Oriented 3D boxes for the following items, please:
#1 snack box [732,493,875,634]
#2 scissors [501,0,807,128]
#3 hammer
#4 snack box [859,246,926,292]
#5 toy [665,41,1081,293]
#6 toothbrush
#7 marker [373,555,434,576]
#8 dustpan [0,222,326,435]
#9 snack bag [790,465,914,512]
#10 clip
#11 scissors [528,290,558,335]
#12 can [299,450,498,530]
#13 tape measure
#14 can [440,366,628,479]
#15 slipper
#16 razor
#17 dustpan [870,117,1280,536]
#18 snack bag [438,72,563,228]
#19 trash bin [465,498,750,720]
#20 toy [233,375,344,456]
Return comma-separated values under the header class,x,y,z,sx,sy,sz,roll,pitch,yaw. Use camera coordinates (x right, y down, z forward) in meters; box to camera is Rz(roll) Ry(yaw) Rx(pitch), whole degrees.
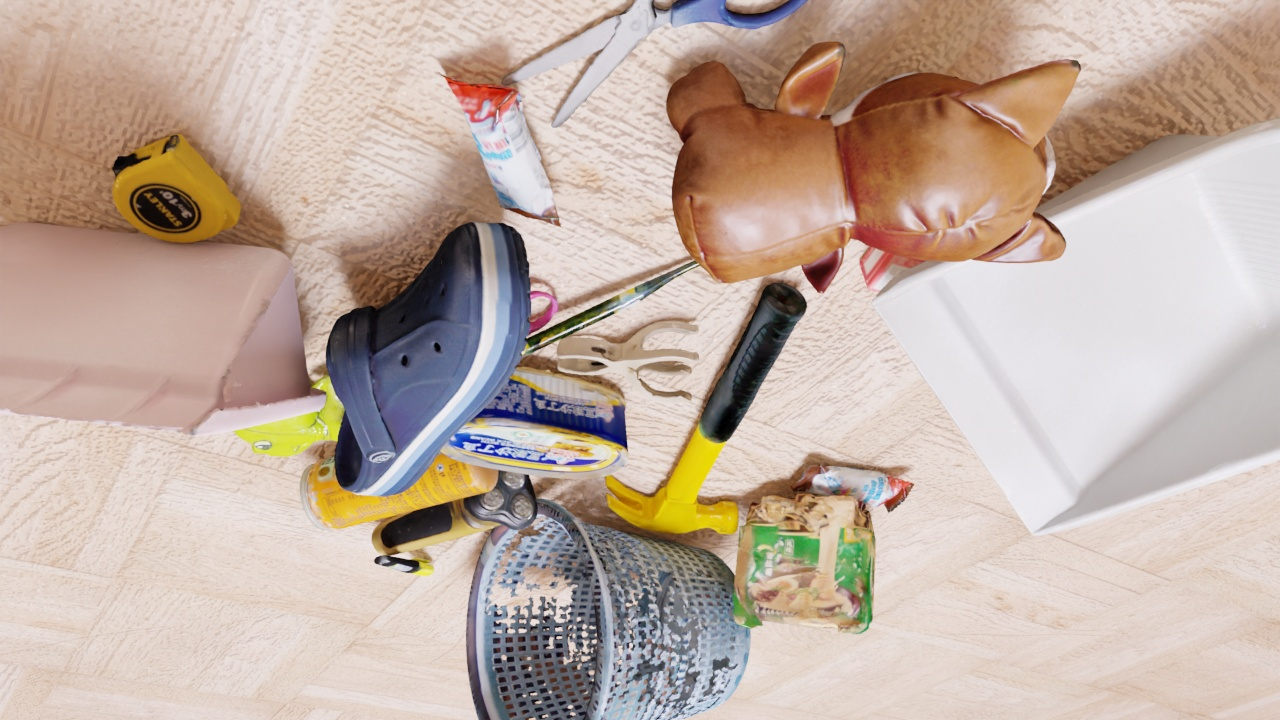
class,x,y,z,sx,sy,sz,roll,pitch,yaw
snack box,0.158,0.187,0.812,0.118,0.117,0.105,-3,157,28
scissors,0.013,-0.173,0.458,0.155,0.012,0.167,8,140,-14
hammer,0.058,0.053,0.719,0.128,0.032,0.302,6,139,-15
snack box,0.228,-0.065,0.600,0.152,0.025,0.075,10,137,-18
toy,0.118,-0.100,0.480,0.200,0.130,0.140,2,147,25
toothbrush,-0.015,-0.034,0.604,0.186,0.017,0.012,-24,155,13
marker,-0.211,0.183,0.824,0.018,0.015,0.124,-10,163,3
dustpan,-0.290,0.019,0.501,0.222,0.272,0.139,8,117,-1
snack bag,0.186,0.109,0.805,0.105,0.026,0.045,12,145,-15
clip,-0.002,0.007,0.656,0.102,0.035,0.094,-13,139,17
scissors,-0.095,-0.008,0.642,0.054,0.017,0.134,2,144,-21
can,-0.187,0.090,0.715,0.146,0.058,0.058,-15,139,12
tape measure,-0.259,-0.094,0.509,0.057,0.028,0.060,-17,139,12
can,-0.077,0.047,0.672,0.148,0.049,0.075,13,144,-27
slipper,-0.150,-0.001,0.568,0.095,0.105,0.254,8,142,-32
razor,-0.163,0.131,0.774,0.168,0.062,0.067,-23,170,28
dustpan,0.314,-0.016,0.519,0.258,0.142,0.222,-38,108,5
snack bag,-0.074,-0.114,0.504,0.048,0.026,0.104,18,147,25
trash bin,-0.019,0.241,0.819,0.194,0.226,0.227,9,140,-37
toy,-0.247,0.041,0.671,0.100,0.031,0.097,8,135,-21
